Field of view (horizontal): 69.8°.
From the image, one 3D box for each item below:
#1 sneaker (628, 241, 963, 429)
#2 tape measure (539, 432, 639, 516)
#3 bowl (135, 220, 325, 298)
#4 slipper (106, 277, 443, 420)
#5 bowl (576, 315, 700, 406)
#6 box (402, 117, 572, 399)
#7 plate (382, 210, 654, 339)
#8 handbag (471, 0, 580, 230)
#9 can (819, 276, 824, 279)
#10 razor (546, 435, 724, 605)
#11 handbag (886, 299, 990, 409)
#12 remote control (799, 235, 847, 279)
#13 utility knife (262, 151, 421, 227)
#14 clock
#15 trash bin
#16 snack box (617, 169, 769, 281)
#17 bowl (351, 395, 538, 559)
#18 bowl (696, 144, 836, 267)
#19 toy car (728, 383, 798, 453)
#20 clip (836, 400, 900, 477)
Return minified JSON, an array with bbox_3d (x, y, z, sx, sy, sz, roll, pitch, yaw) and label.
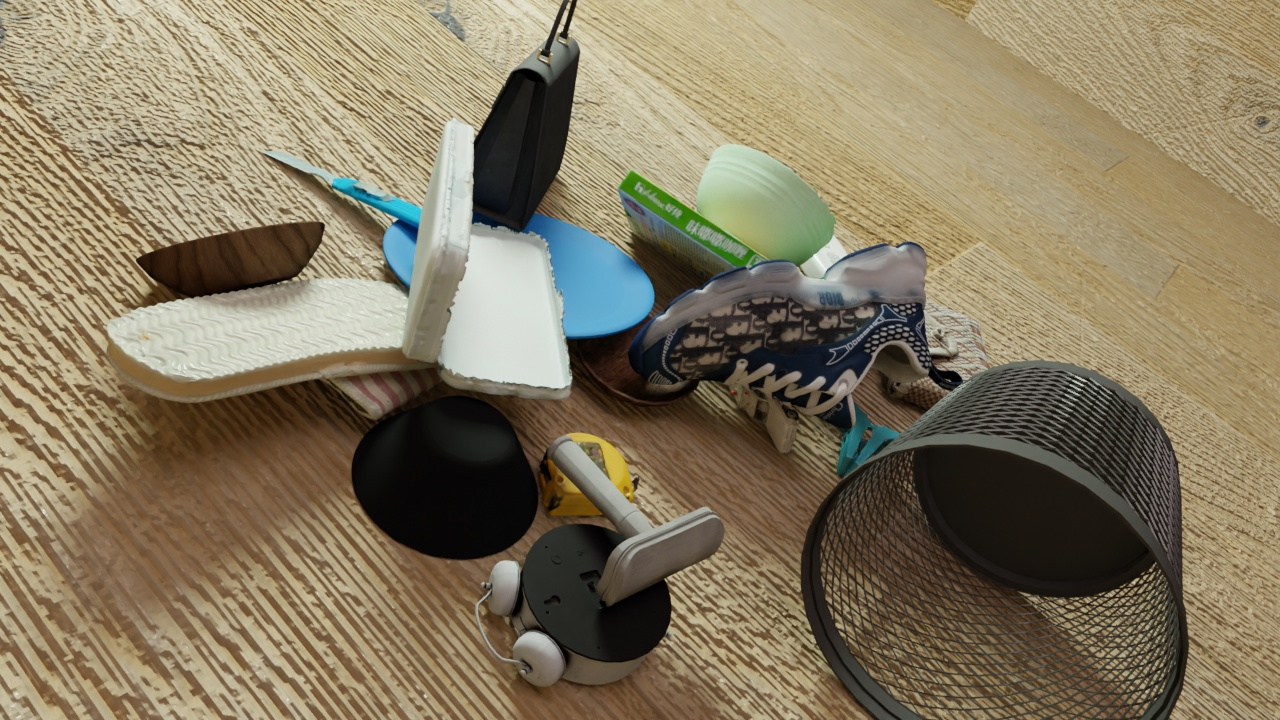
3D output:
[{"bbox_3d":[0.127,-0.004,0.729,0.269,0.103,0.132,-12,75,-18],"label":"sneaker"},{"bbox_3d":[-0.038,0.078,0.638,0.068,0.030,0.058,5,44,-29],"label":"tape measure"},{"bbox_3d":[-0.268,-0.064,0.615,0.119,0.120,0.032,-20,99,-46],"label":"bowl"},{"bbox_3d":[-0.208,-0.005,0.596,0.115,0.052,0.262,33,22,23],"label":"slipper"},{"bbox_3d":[-0.004,0.004,0.750,0.102,0.026,0.114,43,39,18],"label":"bowl"},{"bbox_3d":[-0.103,-0.080,0.637,0.129,0.105,0.210,9,36,-22],"label":"box"},{"bbox_3d":[-0.100,-0.071,0.761,0.224,0.024,0.224,13,30,-8],"label":"plate"},{"bbox_3d":[-0.091,-0.245,0.828,0.072,0.196,0.175,22,29,-6],"label":"handbag"},{"bbox_3d":[0.190,-0.038,0.877,0.088,0.088,0.139,42,38,18],"label":"can"},{"bbox_3d":[-0.018,0.089,0.572,0.088,0.047,0.116,-14,46,-43],"label":"razor"},{"bbox_3d":[0.308,-0.009,0.955,0.124,0.047,0.185,23,37,-9],"label":"handbag"},{"bbox_3d":[0.206,-0.110,1.023,0.060,0.028,0.114,8,41,-26],"label":"remote control"},{"bbox_3d":[-0.222,-0.135,0.764,0.220,0.015,0.031,23,27,12],"label":"utility knife"},{"bbox_3d":[-0.040,0.148,0.548,0.122,0.035,0.094,-6,48,-37],"label":"clock"},{"bbox_3d":[0.256,0.120,0.632,0.218,0.218,0.226,41,34,16],"label":"trash bin"},{"bbox_3d":[0.058,-0.104,0.857,0.168,0.027,0.132,35,-4,8],"label":"snack box"},{"bbox_3d":[-0.116,0.060,0.587,0.124,0.053,0.123,18,38,-15],"label":"bowl"},{"bbox_3d":[0.114,-0.140,0.929,0.151,0.151,0.077,35,79,9],"label":"bowl"},{"bbox_3d":[0.098,0.027,0.784,0.039,0.039,0.113,-11,49,-14],"label":"toy car"},{"bbox_3d":[0.213,0.067,0.822,0.120,0.033,0.122,18,37,-20],"label":"clip"}]
